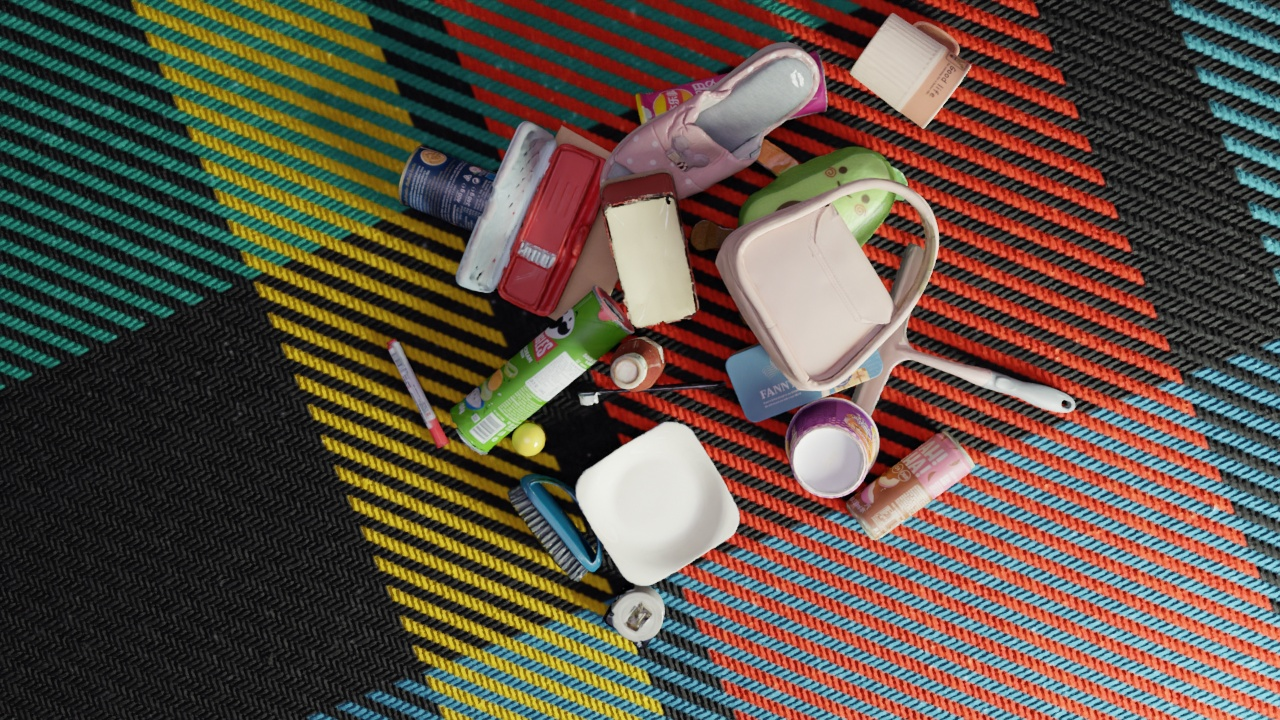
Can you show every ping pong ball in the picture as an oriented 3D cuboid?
[{"bbox_3d":[-0.136,0.096,1.114,0.040,0.040,0.040,0,94,4],"label":"ping pong ball"}]

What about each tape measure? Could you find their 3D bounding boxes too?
[{"bbox_3d":[-0.004,0.309,1.124,0.066,0.033,0.066,35,96,-1],"label":"tape measure"}]

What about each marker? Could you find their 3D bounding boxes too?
[{"bbox_3d":[-0.275,0.041,1.132,0.017,0.017,0.145,-26,92,5],"label":"marker"}]

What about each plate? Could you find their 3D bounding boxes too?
[{"bbox_3d":[0.020,0.171,1.104,0.164,0.034,0.163,-31,94,-2],"label":"plate"}]

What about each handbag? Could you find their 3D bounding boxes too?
[{"bbox_3d":[0.217,-0.099,0.983,0.234,0.093,0.193,-34,102,-1],"label":"handbag"}]

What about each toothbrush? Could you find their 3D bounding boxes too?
[{"bbox_3d":[0.014,0.037,1.112,0.181,0.015,0.018,-6,100,5],"label":"toothbrush"}]

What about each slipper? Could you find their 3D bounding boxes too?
[{"bbox_3d":[0.074,-0.244,1.008,0.275,0.054,0.114,-30,133,21],"label":"slipper"}]

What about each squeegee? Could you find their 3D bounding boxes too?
[{"bbox_3d":[0.392,0.017,1.072,0.249,0.040,0.248,18,95,2],"label":"squeegee"}]

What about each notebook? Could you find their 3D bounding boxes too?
[{"bbox_3d":[-0.080,-0.155,1.106,0.149,0.012,0.211,29,96,3],"label":"notebook"}]

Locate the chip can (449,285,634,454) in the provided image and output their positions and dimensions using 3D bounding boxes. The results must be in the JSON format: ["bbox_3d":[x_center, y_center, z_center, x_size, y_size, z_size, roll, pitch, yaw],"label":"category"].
[{"bbox_3d":[-0.118,0.013,1.083,0.236,0.072,0.072,-39,91,10],"label":"chip can"}]

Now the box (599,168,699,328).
[{"bbox_3d":[0.010,-0.118,1.030,0.091,0.076,0.168,-11,128,4],"label":"box"}]

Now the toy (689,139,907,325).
[{"bbox_3d":[0.188,-0.156,1.048,0.247,0.090,0.227,-36,94,9],"label":"toy"}]

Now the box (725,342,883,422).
[{"bbox_3d":[0.184,0.005,1.071,0.184,0.060,0.090,-24,92,8],"label":"box"}]

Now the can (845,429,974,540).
[{"bbox_3d":[0.315,0.147,1.076,0.147,0.058,0.058,-38,91,6],"label":"can"}]

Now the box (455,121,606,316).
[{"bbox_3d":[-0.123,-0.160,1.056,0.119,0.098,0.201,24,96,5],"label":"box"}]

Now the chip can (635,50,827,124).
[{"bbox_3d":[0.104,-0.296,1.053,0.210,0.071,0.071,-13,93,4],"label":"chip can"}]

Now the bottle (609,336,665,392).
[{"bbox_3d":[-0.006,0.006,1.015,0.060,0.206,0.060,0,93,4],"label":"bottle"}]

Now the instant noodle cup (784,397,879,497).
[{"bbox_3d":[0.218,0.105,1.051,0.112,0.099,0.111,2,99,12],"label":"instant noodle cup"}]

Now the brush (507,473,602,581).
[{"bbox_3d":[-0.094,0.194,1.111,0.073,0.055,0.144,-39,90,6],"label":"brush"}]

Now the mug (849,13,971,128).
[{"bbox_3d":[0.310,-0.337,1.036,0.106,0.082,0.114,36,69,2],"label":"mug"}]

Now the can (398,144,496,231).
[{"bbox_3d":[-0.217,-0.199,1.080,0.111,0.075,0.075,21,95,2],"label":"can"}]
